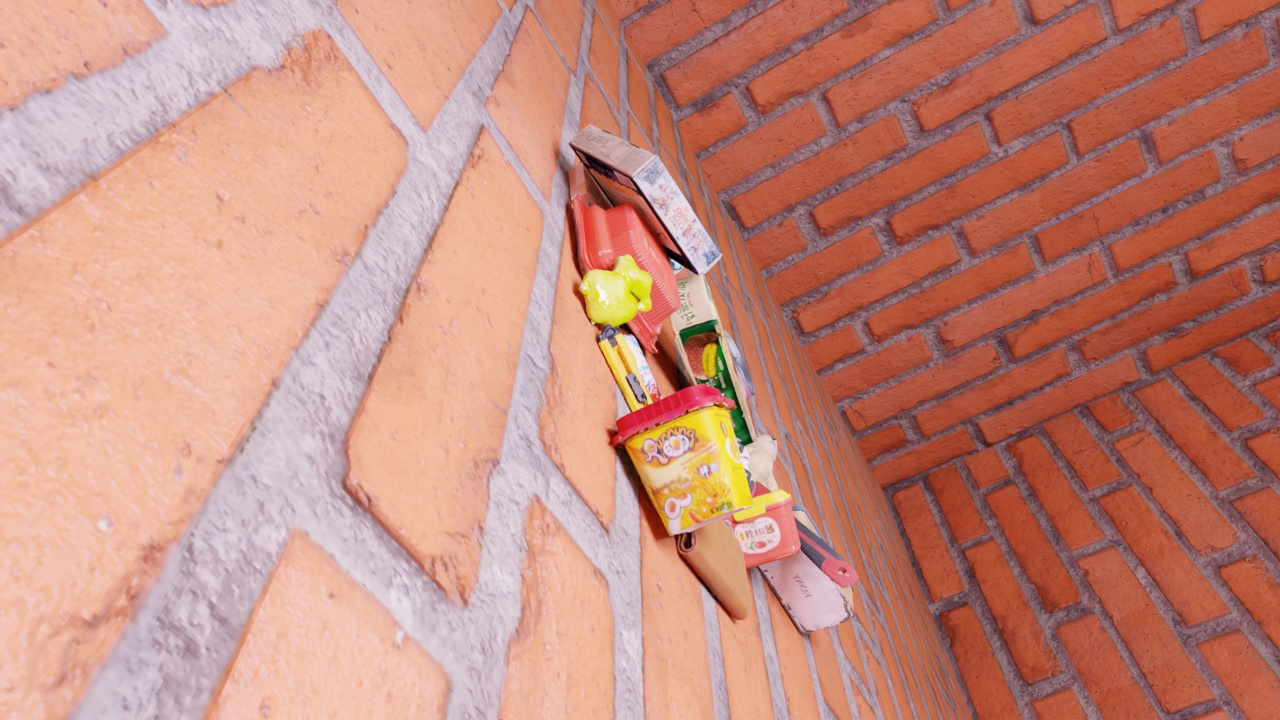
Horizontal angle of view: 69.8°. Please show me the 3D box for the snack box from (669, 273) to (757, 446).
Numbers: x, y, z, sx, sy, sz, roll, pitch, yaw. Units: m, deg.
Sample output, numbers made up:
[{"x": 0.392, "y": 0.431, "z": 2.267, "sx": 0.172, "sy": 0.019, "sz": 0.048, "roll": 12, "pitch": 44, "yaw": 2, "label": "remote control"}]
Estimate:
[{"x": 0.098, "y": 0.007, "z": 1.267, "sx": 0.114, "sy": 0.063, "sz": 0.240, "roll": -100, "pitch": 170, "yaw": -50, "label": "snack box"}]

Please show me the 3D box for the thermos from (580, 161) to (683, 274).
[{"x": -0.004, "y": -0.224, "z": 1.400, "sx": 0.224, "sy": 0.073, "sz": 0.073, "roll": 56, "pitch": 16, "yaw": -29, "label": "thermos"}]

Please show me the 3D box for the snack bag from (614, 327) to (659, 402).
[{"x": -0.006, "y": 0.006, "z": 1.056, "sx": 0.048, "sy": 0.026, "sz": 0.104, "roll": 1, "pitch": 64, "yaw": -65, "label": "snack bag"}]

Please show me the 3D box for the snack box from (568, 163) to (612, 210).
[{"x": -0.047, "y": -0.190, "z": 1.270, "sx": 0.157, "sy": 0.026, "sz": 0.084, "roll": 54, "pitch": 16, "yaw": -35, "label": "snack box"}]

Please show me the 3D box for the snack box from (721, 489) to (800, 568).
[{"x": 0.149, "y": 0.208, "z": 1.130, "sx": 0.082, "sy": 0.091, "sz": 0.080, "roll": 11, "pitch": 60, "yaw": -73, "label": "snack box"}]

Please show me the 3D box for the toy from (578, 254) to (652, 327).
[{"x": -0.025, "y": -0.076, "z": 1.046, "sx": 0.096, "sy": 0.031, "sz": 0.100, "roll": 42, "pitch": 59, "yaw": -29, "label": "toy"}]

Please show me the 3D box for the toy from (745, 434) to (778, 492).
[{"x": 0.174, "y": 0.161, "z": 1.351, "sx": 0.105, "sy": 0.066, "sz": 0.157, "roll": 38, "pitch": 26, "yaw": -10, "label": "toy"}]

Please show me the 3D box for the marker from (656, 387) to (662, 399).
[{"x": 0.035, "y": 0.075, "z": 1.115, "sx": 0.124, "sy": 0.015, "sz": 0.018, "roll": 63, "pitch": 12, "yaw": 12, "label": "marker"}]

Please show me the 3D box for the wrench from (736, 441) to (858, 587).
[{"x": 0.178, "y": 0.193, "z": 1.189, "sx": 0.273, "sy": 0.056, "sz": 0.016, "roll": 47, "pitch": -36, "yaw": 38, "label": "wrench"}]

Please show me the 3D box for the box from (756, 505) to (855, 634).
[{"x": 0.215, "y": 0.279, "z": 1.236, "sx": 0.184, "sy": 0.090, "sz": 0.063, "roll": 60, "pitch": 21, "yaw": -20, "label": "box"}]

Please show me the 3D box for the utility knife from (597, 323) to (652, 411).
[{"x": 0.002, "y": 0.045, "z": 1.013, "sx": 0.190, "sy": 0.033, "sz": 0.015, "roll": 63, "pitch": -30, "yaw": 2, "label": "utility knife"}]

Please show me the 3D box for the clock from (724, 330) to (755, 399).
[{"x": 0.134, "y": 0.020, "z": 1.480, "sx": 0.117, "sy": 0.060, "sz": 0.158, "roll": 62, "pitch": 12, "yaw": -11, "label": "clock"}]

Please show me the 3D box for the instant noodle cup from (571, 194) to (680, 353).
[{"x": -0.011, "y": -0.116, "z": 1.160, "sx": 0.189, "sy": 0.079, "sz": 0.164, "roll": 52, "pitch": 18, "yaw": -41, "label": "instant noodle cup"}]

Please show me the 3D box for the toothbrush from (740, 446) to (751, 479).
[{"x": 0.139, "y": 0.128, "z": 1.325, "sx": 0.220, "sy": 0.026, "sz": 0.027, "roll": -106, "pitch": -167, "yaw": -55, "label": "toothbrush"}]

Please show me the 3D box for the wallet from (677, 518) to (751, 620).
[{"x": 0.078, "y": 0.204, "z": 0.997, "sx": 0.132, "sy": 0.031, "sz": 0.107, "roll": 54, "pitch": 20, "yaw": -34, "label": "wallet"}]

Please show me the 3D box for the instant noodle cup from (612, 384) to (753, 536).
[{"x": 0.050, "y": 0.101, "z": 0.908, "sx": 0.123, "sy": 0.116, "sz": 0.116, "roll": 69, "pitch": 15, "yaw": 14, "label": "instant noodle cup"}]

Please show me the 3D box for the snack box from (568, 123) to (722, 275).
[{"x": 0.005, "y": -0.212, "z": 1.202, "sx": 0.178, "sy": 0.045, "sz": 0.182, "roll": 39, "pitch": -8, "yaw": 50, "label": "snack box"}]
